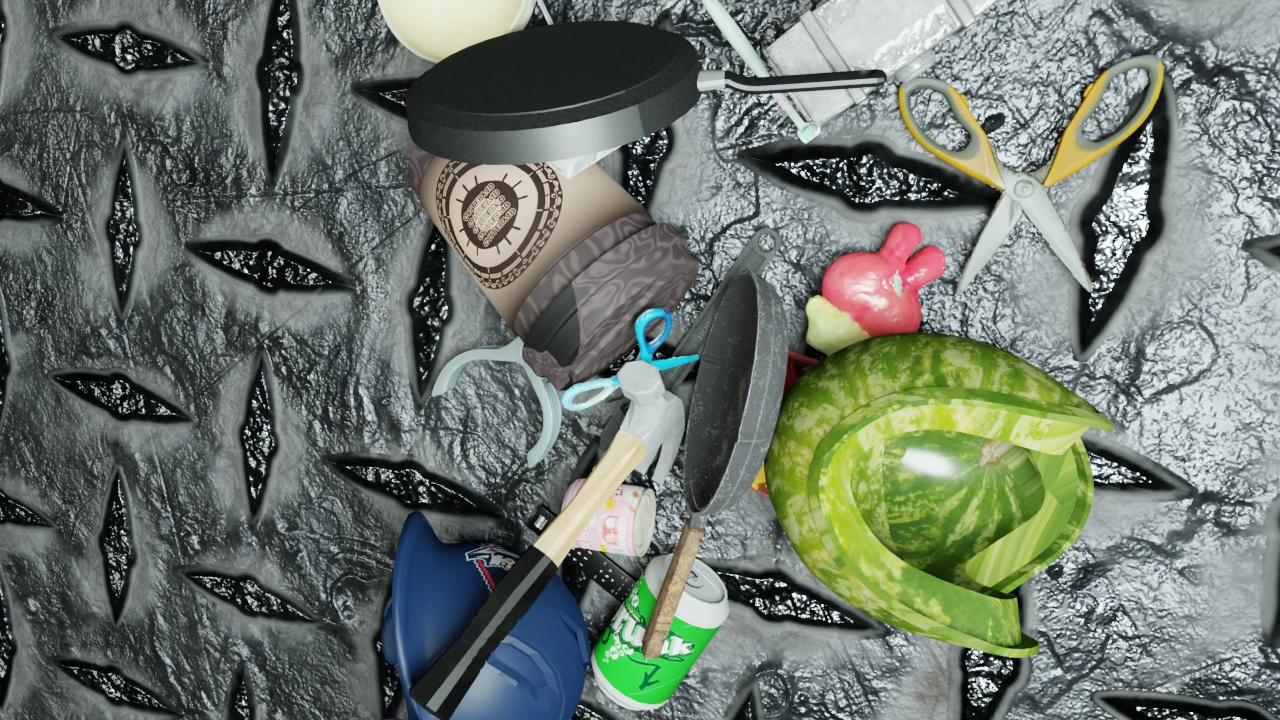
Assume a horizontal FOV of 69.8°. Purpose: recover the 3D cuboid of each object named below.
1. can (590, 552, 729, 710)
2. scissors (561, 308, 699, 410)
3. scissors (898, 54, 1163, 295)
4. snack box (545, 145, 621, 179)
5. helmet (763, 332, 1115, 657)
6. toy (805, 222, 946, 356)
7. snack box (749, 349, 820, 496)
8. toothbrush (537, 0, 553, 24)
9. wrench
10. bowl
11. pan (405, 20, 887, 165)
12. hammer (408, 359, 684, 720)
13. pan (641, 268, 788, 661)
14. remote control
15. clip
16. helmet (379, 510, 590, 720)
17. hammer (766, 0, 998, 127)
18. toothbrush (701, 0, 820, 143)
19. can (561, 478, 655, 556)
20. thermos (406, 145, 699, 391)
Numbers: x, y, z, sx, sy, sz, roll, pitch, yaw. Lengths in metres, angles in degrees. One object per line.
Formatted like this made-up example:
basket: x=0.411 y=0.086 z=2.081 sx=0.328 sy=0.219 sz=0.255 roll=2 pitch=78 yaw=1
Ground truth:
can: x=0.018 y=0.259 z=0.877 sx=0.088 sy=0.087 sz=0.140 roll=34 pitch=110 yaw=9
scissors: x=-0.005 y=0.004 z=0.804 sx=0.140 sy=0.133 sz=0.011 roll=104 pitch=146 yaw=-46
scissors: x=0.298 y=-0.160 z=0.727 sx=0.230 sy=0.016 sz=0.225 roll=37 pitch=106 yaw=12
snack box: x=-0.041 y=-0.213 z=0.769 sx=0.082 sy=0.149 sz=0.026 roll=40 pitch=143 yaw=13
helmet: x=0.214 y=0.086 z=0.690 sx=0.243 sy=0.246 sz=0.213 roll=16 pitch=97 yaw=20
toy: x=0.196 y=-0.054 z=0.772 sx=0.091 sy=0.045 sz=0.135 roll=37 pitch=97 yaw=-3
snack box: x=0.119 y=0.055 z=0.835 sx=0.089 sy=0.021 sz=0.133 roll=21 pitch=107 yaw=13
toothbrush: x=-0.077 y=-0.280 z=0.787 sx=0.010 sy=0.010 sz=0.181 roll=-12 pitch=131 yaw=20
wrench: x=0.045 y=-0.007 z=0.851 sx=0.073 sy=0.018 sz=0.274 roll=37 pitch=109 yaw=7
bowl: x=-0.152 y=-0.338 z=0.817 sx=0.151 sy=0.075 sz=0.151 roll=4 pitch=101 yaw=18
pan: x=-0.001 y=-0.209 z=0.679 sx=0.357 sy=0.224 sz=0.034 roll=-1 pitch=127 yaw=11
hammer: x=-0.071 y=0.153 z=0.774 sx=0.039 sy=0.131 sz=0.327 roll=28 pitch=68 yaw=29
pan: x=0.058 y=0.100 z=0.762 sx=0.040 sy=0.207 sz=0.357 roll=11 pitch=107 yaw=-7
remote control: x=-0.054 y=0.201 z=0.931 sx=0.140 sy=0.009 sz=0.030 roll=37 pitch=110 yaw=8
clip: x=-0.139 y=0.028 z=0.916 sx=0.166 sy=0.032 sz=0.164 roll=-8 pitch=99 yaw=20
helmet: x=-0.164 y=0.268 z=0.865 sx=0.223 sy=0.232 sz=0.272 roll=-20 pitch=109 yaw=2
hammer: x=0.125 y=-0.356 z=0.700 sx=0.177 sy=0.079 sz=0.326 roll=-33 pitch=95 yaw=22
toothbrush: x=0.100 y=-0.251 z=0.781 sx=0.022 sy=0.015 sz=0.155 roll=-37 pitch=89 yaw=-13
can: x=-0.031 y=0.150 z=0.882 sx=0.076 sy=0.067 sz=0.067 roll=6 pitch=103 yaw=17
thermos: x=-0.083 y=-0.111 z=0.798 sx=0.173 sy=0.172 sz=0.226 roll=-45 pitch=79 yaw=21
